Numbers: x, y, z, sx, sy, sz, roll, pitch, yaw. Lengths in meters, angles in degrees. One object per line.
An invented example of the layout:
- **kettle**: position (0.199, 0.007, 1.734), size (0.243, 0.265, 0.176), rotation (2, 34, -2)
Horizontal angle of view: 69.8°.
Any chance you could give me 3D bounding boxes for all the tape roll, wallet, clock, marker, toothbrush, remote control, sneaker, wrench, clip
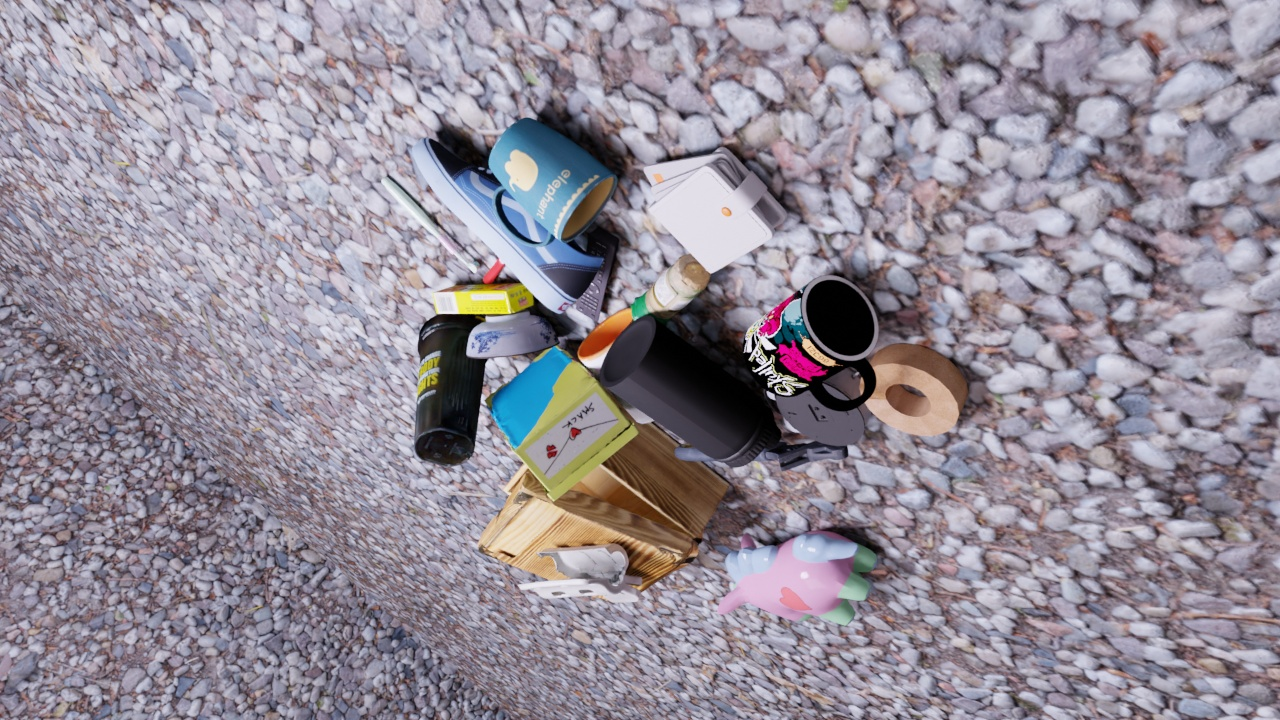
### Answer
- **tape roll**: position (0.254, 0.028, 0.856), size (0.094, 0.027, 0.094), rotation (25, 146, 18)
- **wallet**: position (0.058, -0.142, 0.821), size (0.115, 0.037, 0.119), rotation (44, 150, -12)
- **clock**: position (0.180, 0.042, 0.938), size (0.123, 0.035, 0.094), rotation (-2, 131, 46)
- **marker**: position (-0.156, -0.122, 1.069), size (0.013, 0.012, 0.143), rotation (42, 147, -8)
- **toothbrush**: position (-0.253, -0.163, 1.105), size (0.155, 0.015, 0.022), rotation (45, 178, -11)
- **remote control**: position (-0.048, -0.091, 1.001), size (0.032, 0.015, 0.137), rotation (31, 147, 9)
- **sneaker**: position (-0.130, -0.165, 0.959), size (0.241, 0.098, 0.083), rotation (46, -168, 9)
- **wrench**: position (0.129, 0.104, 1.049), size (0.274, 0.073, 0.022), rotation (-8, 102, 55)
- **clip**: position (-0.061, 0.260, 1.156), size (0.127, 0.101, 0.152), rotation (-12, 166, 40)

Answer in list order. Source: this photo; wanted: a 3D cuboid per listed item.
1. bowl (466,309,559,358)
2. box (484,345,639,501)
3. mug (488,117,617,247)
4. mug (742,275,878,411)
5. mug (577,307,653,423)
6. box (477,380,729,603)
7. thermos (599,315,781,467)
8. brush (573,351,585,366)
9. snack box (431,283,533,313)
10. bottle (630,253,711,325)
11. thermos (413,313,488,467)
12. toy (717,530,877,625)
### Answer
- **bowl**: position (-0.157, -0.036, 1.110), size (0.114, 0.114, 0.045), rotation (3, 104, 42)
- **box**: position (-0.097, 0.061, 1.047), size (0.079, 0.124, 0.221), rotation (53, 172, -19)
- **mug**: position (-0.096, -0.165, 0.879), size (0.104, 0.084, 0.112), rotation (41, 116, 6)
- **mug**: position (0.164, -0.006, 0.839), size (0.118, 0.081, 0.098), rotation (53, 147, 2)
- **mug**: position (-0.006, 0.006, 1.024), size (0.082, 0.082, 0.105), rotation (-13, 124, 50)
- **box**: position (-0.056, 0.212, 1.240), size (0.251, 0.191, 0.280), rotation (36, 146, -3)
- **thermos**: position (0.060, 0.042, 0.966), size (0.198, 0.086, 0.086), rotation (35, 150, -24)
- **brush**: position (-0.098, 0.014, 1.187), size (0.050, 0.015, 0.136), rotation (42, 142, -11)
- **snack box**: position (-0.196, -0.076, 1.132), size (0.148, 0.040, 0.029), rotation (3, 110, 42)
- **bottle**: position (0.030, -0.069, 0.934), size (0.043, 0.043, 0.111), rotation (40, 146, -6)
- **thermos**: position (-0.236, 0.027, 1.152), size (0.098, 0.220, 0.098), rotation (-3, 134, -3)
- **toy**: position (0.193, 0.263, 1.145), size (0.171, 0.119, 0.223), rotation (18, 145, 10)
